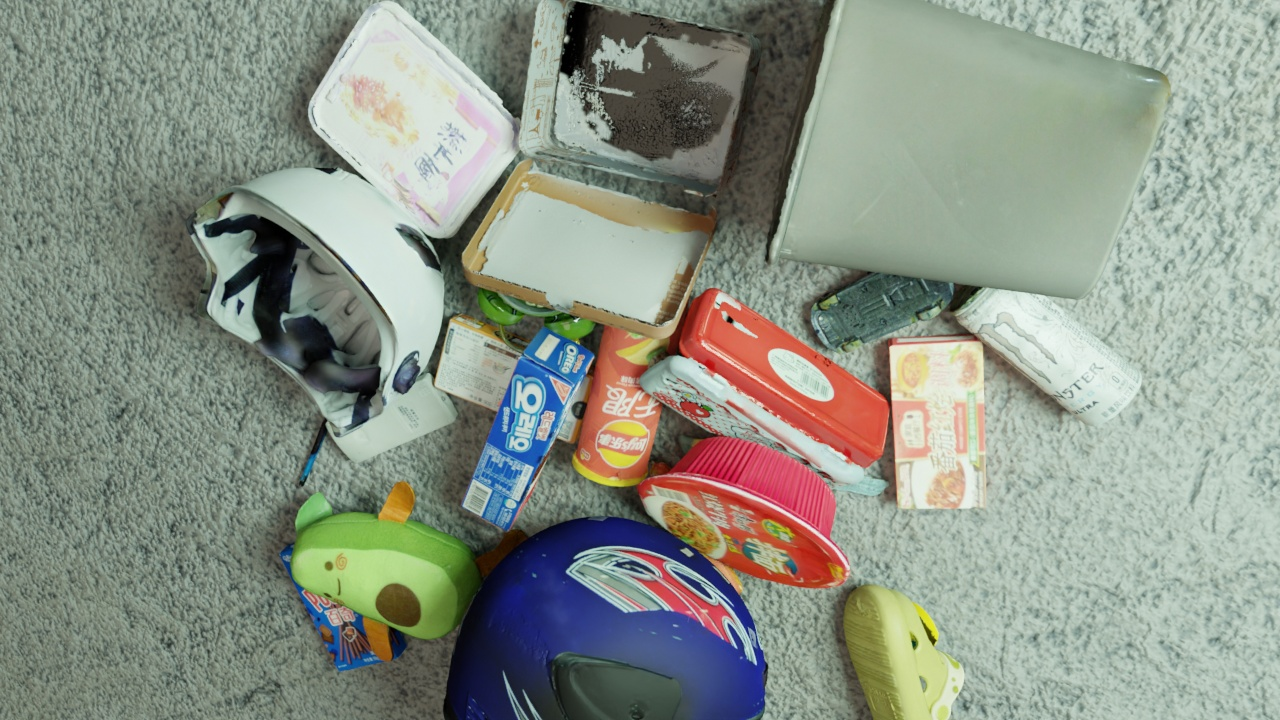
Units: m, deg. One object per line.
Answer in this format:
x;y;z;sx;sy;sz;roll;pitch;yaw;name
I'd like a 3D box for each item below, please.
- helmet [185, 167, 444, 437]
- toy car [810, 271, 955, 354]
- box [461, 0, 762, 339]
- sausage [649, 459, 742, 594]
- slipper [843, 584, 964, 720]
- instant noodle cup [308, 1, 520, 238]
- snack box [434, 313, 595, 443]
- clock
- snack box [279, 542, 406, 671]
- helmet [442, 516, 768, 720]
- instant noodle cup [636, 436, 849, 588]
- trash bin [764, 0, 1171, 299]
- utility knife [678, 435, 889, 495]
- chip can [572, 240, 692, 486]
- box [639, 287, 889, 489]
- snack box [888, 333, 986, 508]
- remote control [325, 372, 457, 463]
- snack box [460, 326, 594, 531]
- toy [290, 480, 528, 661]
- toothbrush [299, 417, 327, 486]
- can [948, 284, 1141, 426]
-0.263;-0.071;0.813;0.229;0.145;0.259;38;140;3;helmet
0.201;-0.049;0.767;0.121;0.036;0.054;-27;99;32;toy car
-0.018;-0.159;0.739;0.179;0.130;0.272;16;85;10;box
0.054;0.164;0.883;0.021;0.021;0.165;-29;98;22;sausage
0.249;0.291;0.847;0.081;0.092;0.190;-17;94;-21;slipper
-0.190;-0.211;0.810;0.173;0.060;0.138;42;113;-2;instant noodle cup
-0.120;0.017;0.882;0.154;0.026;0.075;22;112;8;snack box
-0.087;-0.079;0.826;0.116;0.056;0.161;17;111;11;clock
-0.330;0.268;1.021;0.085;0.026;0.157;-18;102;20;snack box
-0.005;0.280;0.824;0.315;0.247;0.240;37;91;-6;helmet
0.096;0.126;0.797;0.194;0.065;0.194;21;154;10;instant noodle cup
0.216;-0.153;0.654;0.220;0.198;0.199;13;112;3;trash bin
0.129;0.099;0.848;0.195;0.020;0.031;8;115;8;utility knife
-0.005;0.005;0.822;0.073;0.073;0.217;18;111;9;chip can
0.103;0.037;0.786;0.201;0.095;0.102;32;138;-13;box
0.255;0.054;0.789;0.075;0.025;0.153;-2;107;16;snack box
-0.254;0.060;0.932;0.135;0.019;0.056;-23;113;21;remote control
-0.107;0.068;0.845;0.057;0.058;0.208;28;127;2;snack box
-0.246;0.221;0.945;0.247;0.089;0.227;14;108;-1;toy
-0.329;0.060;0.961;0.016;0.014;0.190;32;114;5;toothbrush
0.321;-0.014;0.731;0.147;0.058;0.058;39;113;0;can
